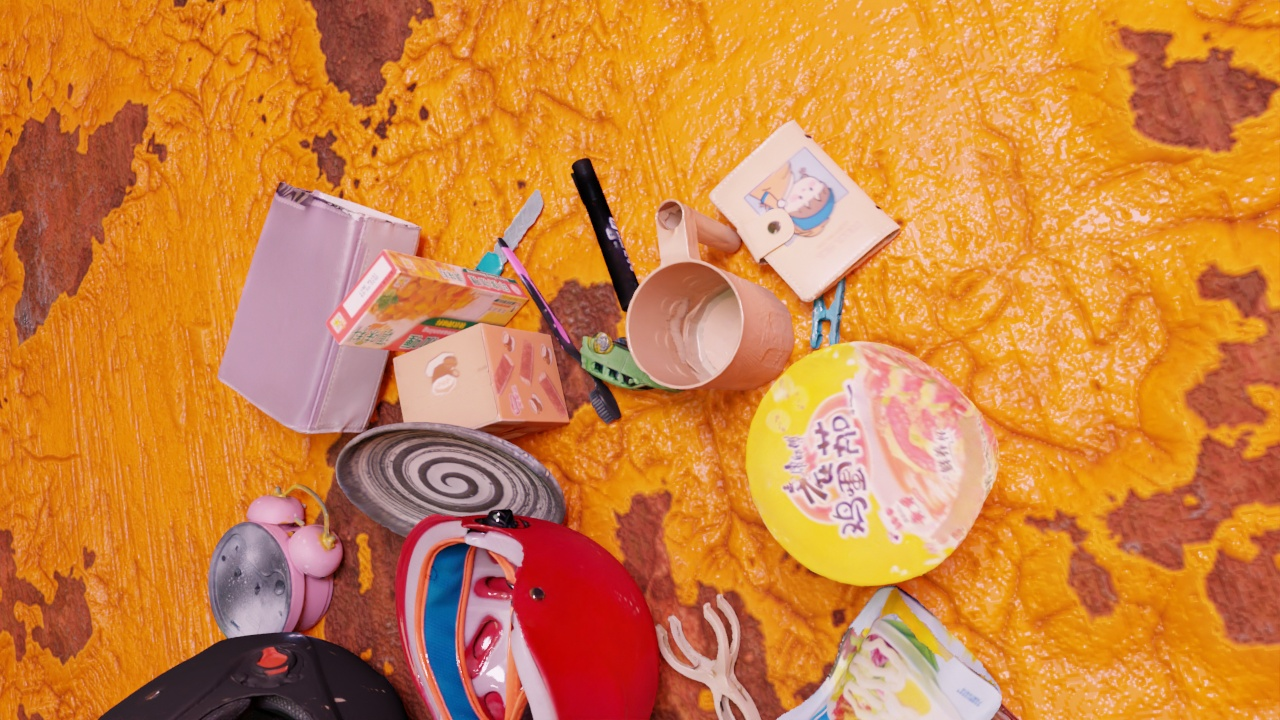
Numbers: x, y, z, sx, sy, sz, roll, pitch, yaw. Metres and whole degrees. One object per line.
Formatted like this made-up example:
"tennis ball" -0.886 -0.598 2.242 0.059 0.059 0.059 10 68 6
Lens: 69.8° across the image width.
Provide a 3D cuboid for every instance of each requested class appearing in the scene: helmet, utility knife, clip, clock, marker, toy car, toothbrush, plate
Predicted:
"helmet" -0.292 0.333 0.730 0.275 0.229 0.233 -6 104 17
"utility knife" -0.147 -0.059 0.794 0.029 0.013 0.217 44 107 20
"clip" 0.061 0.211 0.649 0.103 0.035 0.093 42 108 20
"clock" -0.337 0.191 0.860 0.117 0.059 0.159 30 103 28
"marker" -0.027 -0.100 0.726 0.022 0.020 0.132 -34 70 41
"toy car" -0.004 0.004 0.693 0.091 0.043 0.036 19 93 30
"toothbrush" -0.070 -0.027 0.745 0.018 0.014 0.189 -45 70 29
"plate" -0.144 0.096 0.711 0.180 0.179 0.024 -16 44 27
"clip" 0.130 -0.035 0.638 0.043 0.014 0.056 6 87 28
"helmet" -0.077 0.207 0.666 0.240 0.143 0.207 29 114 53

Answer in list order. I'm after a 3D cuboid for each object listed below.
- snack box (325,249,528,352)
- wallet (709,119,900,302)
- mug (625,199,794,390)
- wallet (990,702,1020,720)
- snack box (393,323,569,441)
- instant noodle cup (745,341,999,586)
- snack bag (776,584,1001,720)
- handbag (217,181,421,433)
"snack box" -0.162 -0.040 0.720 0.077 0.155 0.027 -45 67 19
"wallet" 0.110 -0.102 0.640 0.087 0.024 0.115 -39 69 3
"mug" 0.049 -0.040 0.631 0.084 0.103 0.124 -11 81 28
"wallet" 0.215 0.285 0.560 0.101 0.032 0.125 45 109 21
"snack box" -0.126 0.024 0.730 0.093 0.094 0.077 -19 77 27
"instant noodle cup" 0.149 0.062 0.565 0.138 0.109 0.138 -2 85 30
"snack bag" 0.138 0.247 0.588 0.191 0.038 0.110 -57 45 12
"handbag" -0.289 -0.048 0.826 0.145 0.098 0.197 23 99 27
